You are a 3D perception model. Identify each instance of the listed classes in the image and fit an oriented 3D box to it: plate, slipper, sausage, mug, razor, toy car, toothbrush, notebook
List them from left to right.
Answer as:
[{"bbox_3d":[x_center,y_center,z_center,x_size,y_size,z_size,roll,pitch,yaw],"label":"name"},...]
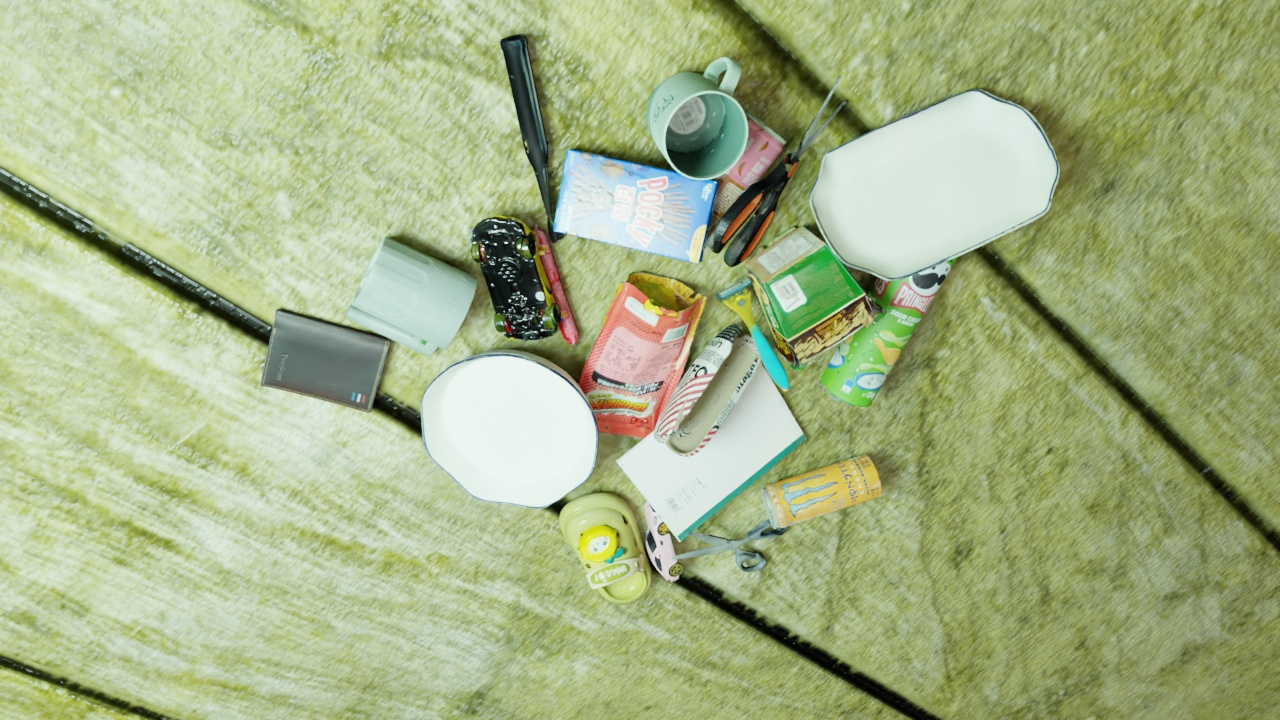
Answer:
[{"bbox_3d":[-0.243,-0.060,0.959,0.103,0.083,0.124,26,135,-21],"label":"mug"},{"bbox_3d":[-0.144,0.074,1.037,0.205,0.045,0.205,3,120,6],"label":"plate"},{"bbox_3d":[-0.131,-0.086,0.974,0.071,0.041,0.156,-5,124,16],"label":"toy car"},{"bbox_3d":[-0.104,-0.216,0.924,0.027,0.026,0.213,-33,128,-31],"label":"toothbrush"},{"bbox_3d":[-0.094,-0.080,1.004,0.020,0.020,0.156,-17,120,-1],"label":"sausage"},{"bbox_3d":[-0.034,0.251,1.162,0.091,0.081,0.191,-23,123,-1],"label":"slipper"},{"bbox_3d":[0.025,0.231,1.176,0.037,0.056,0.122,-19,120,-9],"label":"toy car"},{"bbox_3d":[0.059,-0.243,0.892,0.082,0.106,0.112,22,112,-20],"label":"mug"},{"bbox_3d":[0.092,0.108,1.117,0.209,0.012,0.150,-38,118,-5],"label":"notebook"},{"bbox_3d":[0.132,-0.025,1.019,0.043,0.028,0.132,-29,95,1],"label":"razor"},{"bbox_3d":[0.307,-0.182,0.971,0.265,0.034,0.162,-25,79,-5],"label":"plate"}]

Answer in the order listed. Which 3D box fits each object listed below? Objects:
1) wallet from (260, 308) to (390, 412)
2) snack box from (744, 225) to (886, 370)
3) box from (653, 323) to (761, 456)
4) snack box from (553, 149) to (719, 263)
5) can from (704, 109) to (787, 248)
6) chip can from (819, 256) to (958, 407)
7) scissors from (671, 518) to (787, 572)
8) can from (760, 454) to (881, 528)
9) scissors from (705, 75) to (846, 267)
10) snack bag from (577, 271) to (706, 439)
[{"bbox_3d":[-0.344,0.002,1.001,0.122,0.020,0.096,16,114,-16],"label":"wallet"},{"bbox_3d":[0.179,-0.076,1.005,0.118,0.117,0.105,-34,115,5],"label":"snack box"},{"bbox_3d":[0.082,0.038,1.053,0.079,0.074,0.163,34,81,-14],"label":"box"},{"bbox_3d":[-0.005,-0.157,0.935,0.157,0.026,0.085,13,105,6],"label":"snack box"},{"bbox_3d":[0.085,-0.185,0.957,0.058,0.058,0.147,31,108,-24],"label":"can"},{"bbox_3d":[0.291,-0.057,1.060,0.072,0.072,0.236,16,115,-19],"label":"chip can"},{"bbox_3d":[0.122,0.240,1.197,0.171,0.014,0.159,-30,134,-9],"label":"scissors"},{"bbox_3d":[0.233,0.169,1.179,0.146,0.058,0.058,-18,120,-1],"label":"can"},{"bbox_3d":[0.137,-0.183,0.952,0.220,0.022,0.224,-43,163,-30],"label":"scissors"},{"bbox_3d":[-0.006,0.006,1.045,0.128,0.073,0.208,6,124,-23],"label":"snack bag"}]
